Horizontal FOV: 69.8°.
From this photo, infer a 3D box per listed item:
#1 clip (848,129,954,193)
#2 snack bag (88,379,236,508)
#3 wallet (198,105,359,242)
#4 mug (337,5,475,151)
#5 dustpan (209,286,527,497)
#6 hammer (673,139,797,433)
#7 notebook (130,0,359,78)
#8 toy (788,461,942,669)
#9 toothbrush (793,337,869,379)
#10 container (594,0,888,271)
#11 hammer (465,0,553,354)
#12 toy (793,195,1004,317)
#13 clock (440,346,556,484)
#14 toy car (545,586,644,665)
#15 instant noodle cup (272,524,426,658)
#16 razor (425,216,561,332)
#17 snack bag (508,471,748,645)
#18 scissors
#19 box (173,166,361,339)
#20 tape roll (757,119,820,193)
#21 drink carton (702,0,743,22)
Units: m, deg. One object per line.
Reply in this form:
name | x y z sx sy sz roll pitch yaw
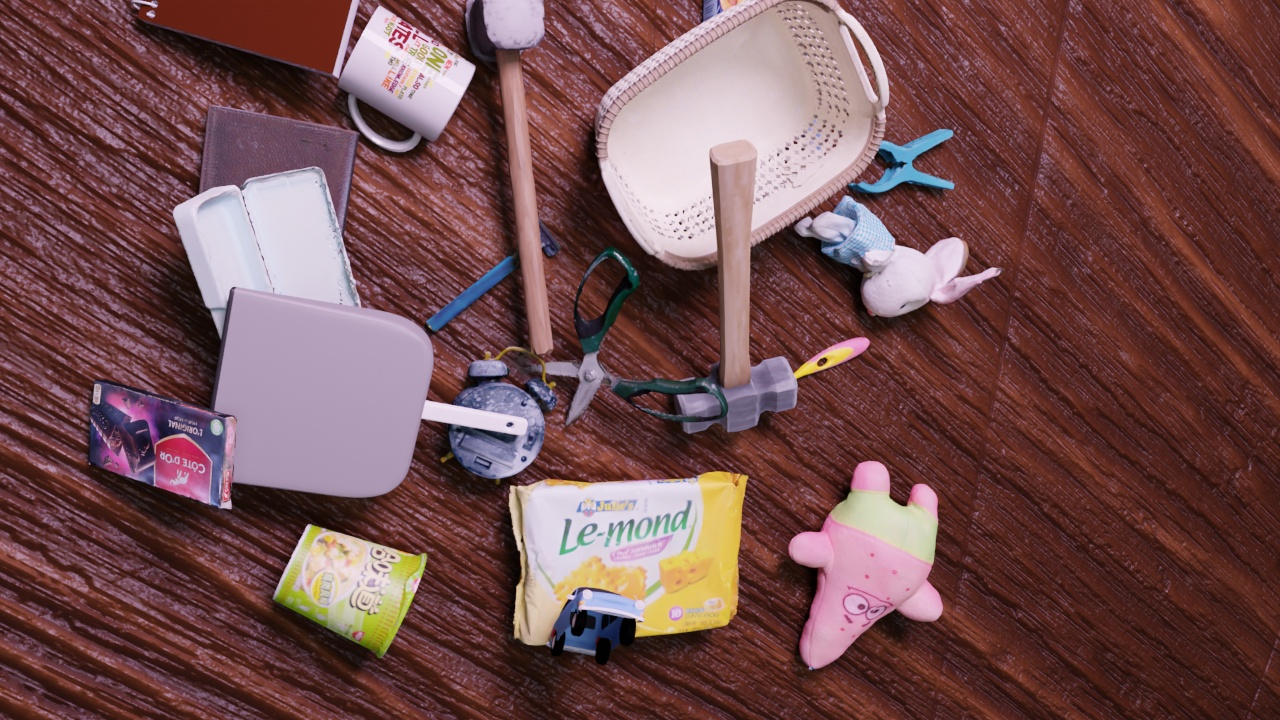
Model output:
clip | 0.276 -0.192 0.972 0.126 0.028 0.113 0 96 -20
snack bag | -0.387 0.065 0.740 0.155 0.018 0.074 11 99 21
wallet | -0.307 -0.157 0.778 0.120 0.031 0.099 8 94 -17
mug | -0.205 -0.230 0.783 0.089 0.073 0.105 28 117 -20
dustpan | -0.220 0.040 0.775 0.257 0.033 0.163 12 106 -18
hammer | 0.084 -0.053 0.819 0.117 0.051 0.323 -13 138 -5
notebook | -0.296 -0.350 0.725 0.171 0.022 0.209 16 93 0
toy | 0.237 0.232 0.990 0.192 0.097 0.237 25 98 -12
toothbrush | 0.187 0.005 0.977 0.135 0.016 0.021 -24 103 -16
container | 0.076 -0.208 0.810 0.246 0.142 0.184 -31 120 3
hammer | -0.105 -0.167 0.810 0.052 0.098 0.328 -9 103 -18
toy | 0.249 -0.096 0.943 0.205 0.131 0.106 17 108 -14
clock | -0.131 0.049 0.856 0.090 0.052 0.129 27 90 -20
toy car | -0.041 0.227 0.803 0.056 0.154 0.054 14 59 -11
instant noodle cup | -0.261 0.199 0.819 0.108 0.099 0.099 25 90 -12
razor | -0.139 -0.076 0.851 0.144 0.022 0.042 -41 107 -8
snack bag | -0.010 0.190 0.910 0.247 0.068 0.159 0 98 -18
scissors | -0.005 0.005 0.846 0.204 0.015 0.202 26 126 0
box | -0.296 -0.050 0.761 0.125 0.075 0.198 -21 119 -23
tape roll | 0.141 -0.213 0.925 0.091 0.016 0.093 35 86 -20
drink carton | 0.095 -0.331 0.879 0.064 0.040 0.130 -2 99 -18
